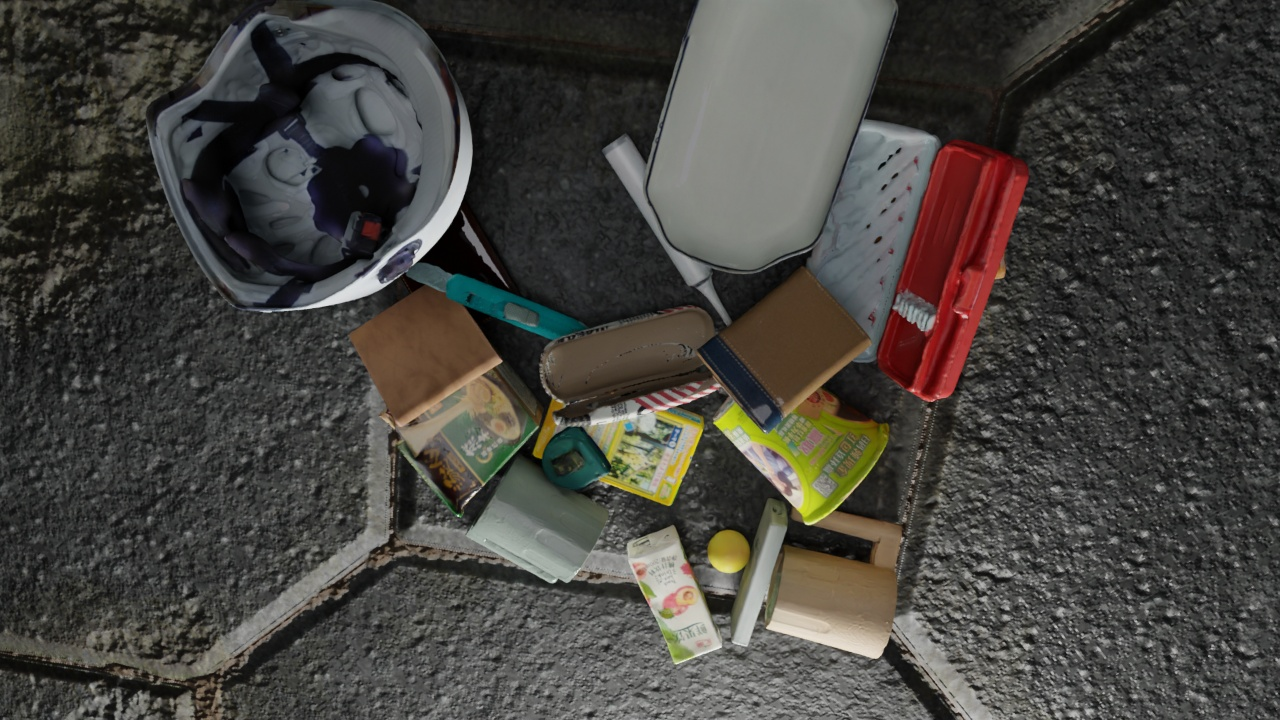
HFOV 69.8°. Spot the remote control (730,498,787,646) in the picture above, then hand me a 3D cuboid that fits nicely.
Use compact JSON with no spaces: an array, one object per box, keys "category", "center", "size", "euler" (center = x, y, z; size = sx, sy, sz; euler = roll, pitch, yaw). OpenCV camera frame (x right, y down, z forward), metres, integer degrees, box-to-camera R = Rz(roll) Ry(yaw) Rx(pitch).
[{"category":"remote control","center":[0.111,0.200,0.864],"size":[0.019,0.056,0.135],"euler":[15,107,1]}]

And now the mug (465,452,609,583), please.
[{"category":"mug","center":[-0.101,0.159,0.871],"size":[0.103,0.083,0.124],"euler":[31,134,-5]}]

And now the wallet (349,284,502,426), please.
[{"category":"wallet","center":[-0.186,-0.011,0.785],"size":[0.101,0.115,0.020],"euler":[-33,146,-7]}]

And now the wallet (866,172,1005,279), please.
[{"category":"wallet","center":[0.234,-0.118,0.768],"size":[0.131,0.035,0.119],"euler":[-7,112,9]}]

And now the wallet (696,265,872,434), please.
[{"category":"wallet","center":[0.115,-0.010,0.743],"size":[0.115,0.033,0.090],"euler":[-41,73,3]}]

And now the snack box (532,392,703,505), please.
[{"category":"snack box","center":[-0.021,0.071,0.852],"size":[0.140,0.033,0.087],"euler":[21,108,2]}]

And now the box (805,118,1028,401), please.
[{"category":"box","center":[0.211,-0.081,0.736],"size":[0.158,0.069,0.201],"euler":[25,118,30]}]

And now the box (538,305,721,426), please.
[{"category":"box","center":[-0.005,0.004,0.793],"size":[0.162,0.075,0.086],"euler":[-17,92,-8]}]

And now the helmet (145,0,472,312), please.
[{"category":"helmet","center":[-0.241,-0.157,0.743],"size":[0.259,0.145,0.229],"euler":[-33,85,9]}]

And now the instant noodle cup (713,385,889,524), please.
[{"category":"instant noodle cup","center":[0.133,0.060,0.797],"size":[0.123,0.111,0.112],"euler":[40,107,1]}]

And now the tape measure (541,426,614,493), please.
[{"category":"tape measure","center":[-0.061,0.091,0.832],"size":[0.054,0.025,0.058],"euler":[-33,100,14]}]

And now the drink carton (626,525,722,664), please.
[{"category":"drink carton","center":[0.033,0.225,0.885],"size":[0.053,0.045,0.122],"euler":[-22,104,2]}]

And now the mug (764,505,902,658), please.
[{"category":"mug","center":[0.179,0.201,0.851],"size":[0.103,0.084,0.124],"euler":[13,83,4]}]

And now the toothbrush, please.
[{"category":"toothbrush","center":[0.037,-0.096,0.797],"size":[0.027,0.026,0.221],"euler":[-29,102,25]}]

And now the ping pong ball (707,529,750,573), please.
[{"category":"ping pong ball","center":[0.084,0.181,0.868],"size":[0.040,0.040,0.040],"euler":[2,107,6]}]

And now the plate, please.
[{"category":"plate","center":[0.100,-0.200,0.726],"size":[0.162,0.034,0.266],"euler":[20,101,23]}]

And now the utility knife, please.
[{"category":"utility knife","center":[-0.116,-0.045,0.801],"size":[0.185,0.013,0.029],"euler":[22,86,-26]}]

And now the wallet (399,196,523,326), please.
[{"category":"wallet","center":[-0.174,-0.084,0.829],"size":[0.096,0.020,0.122],"euler":[-24,104,18]}]

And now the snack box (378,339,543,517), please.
[{"category":"snack box","center":[-0.150,0.054,0.826],"size":[0.105,0.118,0.117],"euler":[-36,100,5]}]
